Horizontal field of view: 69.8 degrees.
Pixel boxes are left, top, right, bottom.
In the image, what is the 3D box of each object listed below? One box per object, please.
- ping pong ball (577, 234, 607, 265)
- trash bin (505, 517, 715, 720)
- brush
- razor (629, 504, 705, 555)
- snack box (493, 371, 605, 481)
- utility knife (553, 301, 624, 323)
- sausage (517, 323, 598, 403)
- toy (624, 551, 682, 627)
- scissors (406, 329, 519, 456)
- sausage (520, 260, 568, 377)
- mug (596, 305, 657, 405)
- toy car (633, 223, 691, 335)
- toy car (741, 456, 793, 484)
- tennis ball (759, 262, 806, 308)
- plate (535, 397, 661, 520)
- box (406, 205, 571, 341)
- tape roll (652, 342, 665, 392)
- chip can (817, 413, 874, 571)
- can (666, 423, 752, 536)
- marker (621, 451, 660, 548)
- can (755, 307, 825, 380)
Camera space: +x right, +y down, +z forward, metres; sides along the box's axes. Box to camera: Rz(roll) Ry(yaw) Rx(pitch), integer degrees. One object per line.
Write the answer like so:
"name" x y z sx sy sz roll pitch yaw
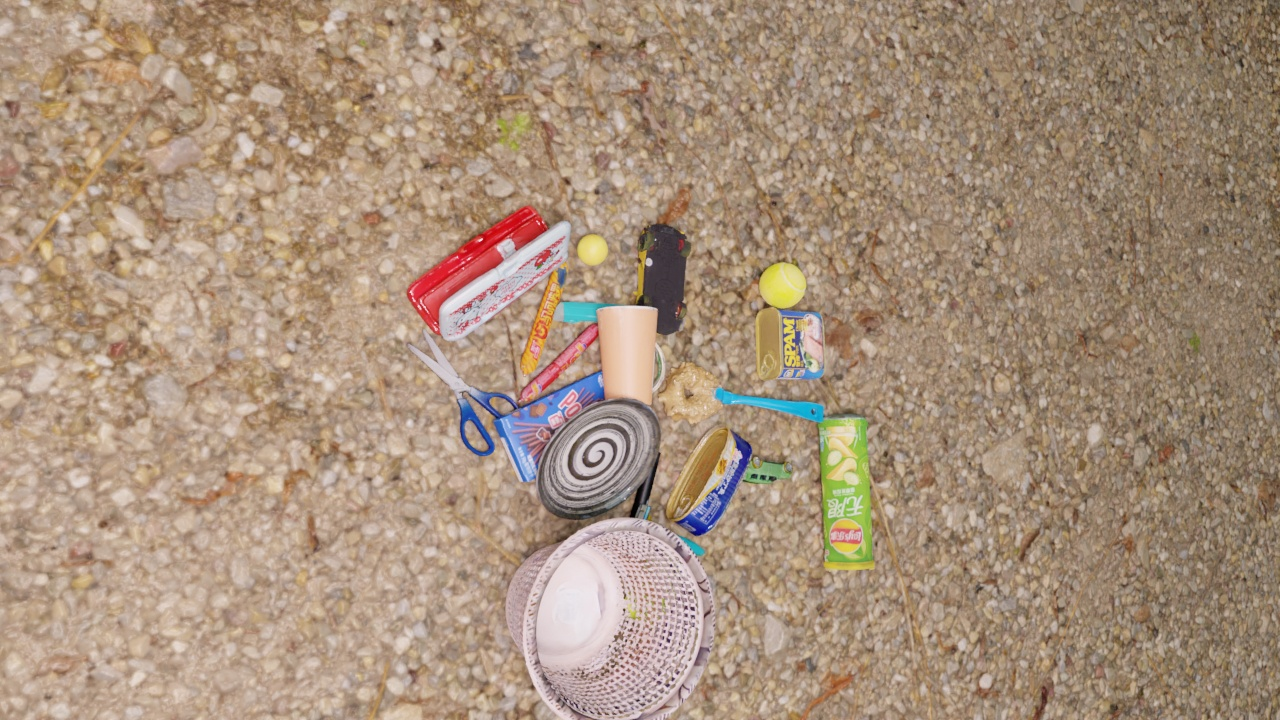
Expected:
"ping pong ball" -0.062 -0.143 1.190 0.040 0.040 0.040 3 83 -26
"trash bin" -0.057 0.292 1.060 0.227 0.192 0.227 3 83 -26
"brush" 0.143 0.056 1.262 0.254 0.046 0.083 9 77 -19
"razor" 0.038 0.230 1.200 0.132 0.028 0.043 33 67 -36
"snack box" -0.098 0.081 1.149 0.156 0.026 0.084 -26 97 -31
"utility knife" -0.044 -0.060 1.199 0.164 0.013 0.029 1 78 -34
"sausage" -0.100 0.003 1.168 0.155 0.020 0.020 -46 104 -23
"toy" 0.019 0.297 1.187 0.096 0.031 0.100 1 86 -35
"scissors" -0.220 0.044 1.107 0.170 0.012 0.141 20 74 -24
"sausage" -0.121 -0.055 1.162 0.021 0.021 0.165 23 75 -22
"mug" -0.015 -0.004 1.157 0.078 0.078 0.122 0 86 -26
"toy car" 0.027 -0.109 1.229 0.071 0.041 0.155 7 79 -25
"toy car" 0.168 0.153 1.270 0.091 0.043 0.036 6 79 -24
"tennis ball" 0.201 -0.106 1.301 0.065 0.066 0.065 3 83 -26
"plate" -0.054 0.120 1.136 0.179 0.024 0.180 -19 127 -27
"box" -0.171 -0.109 1.101 0.201 0.099 0.095 -40 103 -25
"tape roll" -0.007 0.007 1.216 0.085 0.014 0.085 3 83 -26
"chip can" 0.293 0.187 1.312 0.072 0.073 0.221 1 84 -26
"can" 0.092 0.159 1.216 0.049 0.075 0.148 37 71 -22
"marker" 0.001 0.181 1.198 0.022 0.020 0.132 17 76 -8
"can" 0.214 -0.022 1.304 0.083 0.057 0.102 1 84 -28
